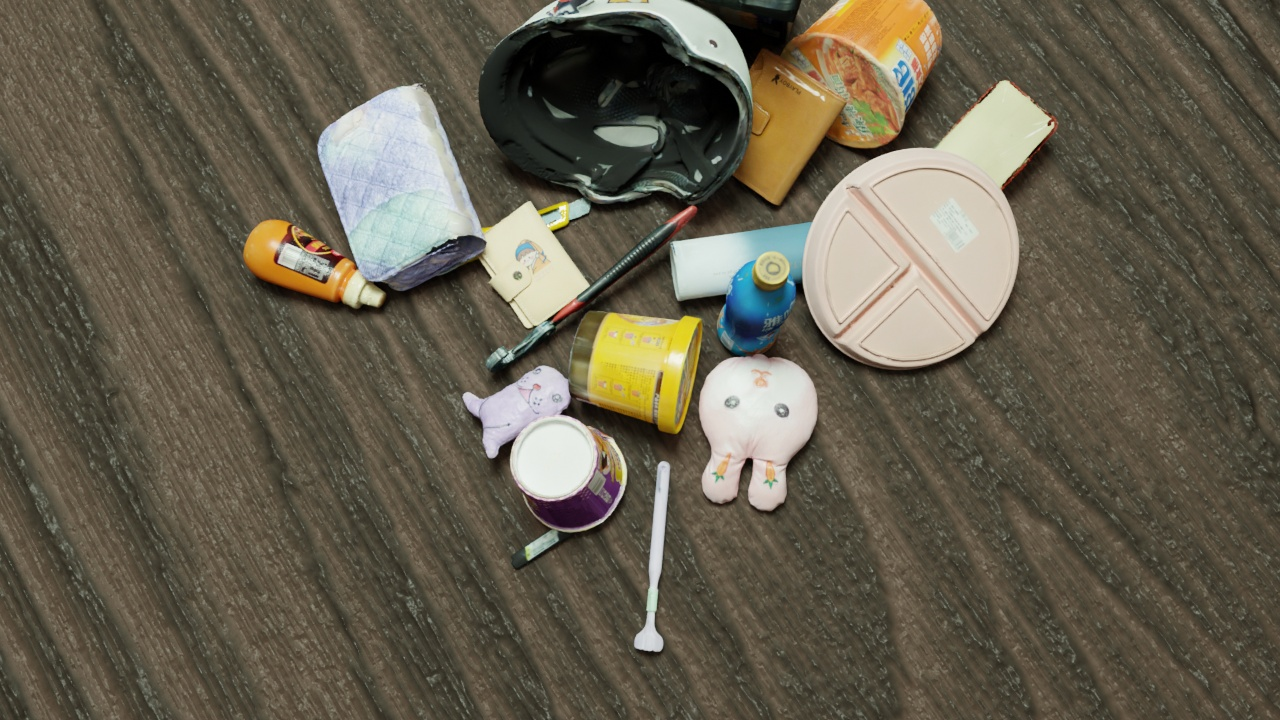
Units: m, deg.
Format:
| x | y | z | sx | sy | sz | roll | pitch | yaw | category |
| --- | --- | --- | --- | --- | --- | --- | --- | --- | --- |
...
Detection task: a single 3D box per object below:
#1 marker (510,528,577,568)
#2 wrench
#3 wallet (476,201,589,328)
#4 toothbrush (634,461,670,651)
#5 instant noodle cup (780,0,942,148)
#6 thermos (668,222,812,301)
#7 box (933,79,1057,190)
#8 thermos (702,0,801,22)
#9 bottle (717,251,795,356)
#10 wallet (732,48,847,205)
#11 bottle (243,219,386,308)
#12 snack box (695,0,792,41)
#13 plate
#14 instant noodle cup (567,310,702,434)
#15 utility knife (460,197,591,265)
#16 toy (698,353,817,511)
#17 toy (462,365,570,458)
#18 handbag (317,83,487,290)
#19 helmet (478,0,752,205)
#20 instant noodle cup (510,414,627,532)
| x | y | z | sx | sy | sz | roll | pitch | yaw | category |
| --- | --- | --- | --- | --- | --- | --- | --- | --- | --- |
| -0.080 | 0.176 | 0.941 | 0.124 | 0.015 | 0.018 | -33 | 79 | -2 | marker |
| -0.050 | -0.074 | 0.957 | 0.273 | 0.056 | 0.016 | -38 | 83 | 1 | wrench |
| -0.121 | -0.100 | 0.985 | 0.087 | 0.024 | 0.115 | -35 | 93 | 1 | wallet |
| 0.017 | 0.197 | 0.933 | 0.029 | 0.021 | 0.189 | 5 | 77 | 3 | toothbrush |
| 0.239 | -0.319 | 0.974 | 0.151 | 0.151 | 0.111 | 36 | 73 | 7 | instant noodle cup |
| 0.142 | -0.109 | 0.968 | 0.220 | 0.070 | 0.070 | -8 | 78 | 0 | thermos |
| 0.358 | -0.217 | 0.982 | 0.091 | 0.076 | 0.168 | 43 | 82 | 8 | box |
| 0.033 | -0.371 | 0.842 | 0.242 | 0.069 | 0.089 | 18 | 37 | 6 | thermos |
| 0.113 | -0.057 | 0.880 | 0.065 | 0.219 | 0.065 | 0 | 77 | 1 | bottle |
| 0.140 | -0.249 | 0.981 | 0.108 | 0.031 | 0.132 | 37 | 118 | 8 | wallet |
| -0.342 | -0.095 | 0.977 | 0.149 | 0.067 | 0.066 | 25 | 80 | -2 | bottle |
| 0.076 | -0.396 | 0.970 | 0.182 | 0.177 | 0.046 | 18 | 102 | 4 | snack box |
| 0.279 | -0.098 | 0.931 | 0.229 | 0.028 | 0.230 | -2 | 106 | -6 | plate |
| -0.005 | 0.005 | 0.926 | 0.114 | 0.118 | 0.118 | 11 | 79 | 10 | instant noodle cup |
| -0.136 | -0.144 | 1.004 | 0.181 | 0.015 | 0.033 | -21 | 82 | -3 | utility knife |
| 0.118 | 0.073 | 0.941 | 0.121 | 0.054 | 0.159 | 7 | 87 | 3 | toy |
| -0.122 | 0.044 | 0.941 | 0.108 | 0.039 | 0.084 | -29 | 60 | -6 | toy |
| -0.253 | -0.181 | 0.977 | 0.134 | 0.075 | 0.193 | -25 | 77 | 16 | handbag |
| -0.013 | -0.288 | 0.944 | 0.274 | 0.230 | 0.156 | 7 | 52 | 14 | helmet |
| -0.076 | 0.106 | 0.903 | 0.112 | 0.099 | 0.111 | -3 | 70 | 9 | instant noodle cup |
